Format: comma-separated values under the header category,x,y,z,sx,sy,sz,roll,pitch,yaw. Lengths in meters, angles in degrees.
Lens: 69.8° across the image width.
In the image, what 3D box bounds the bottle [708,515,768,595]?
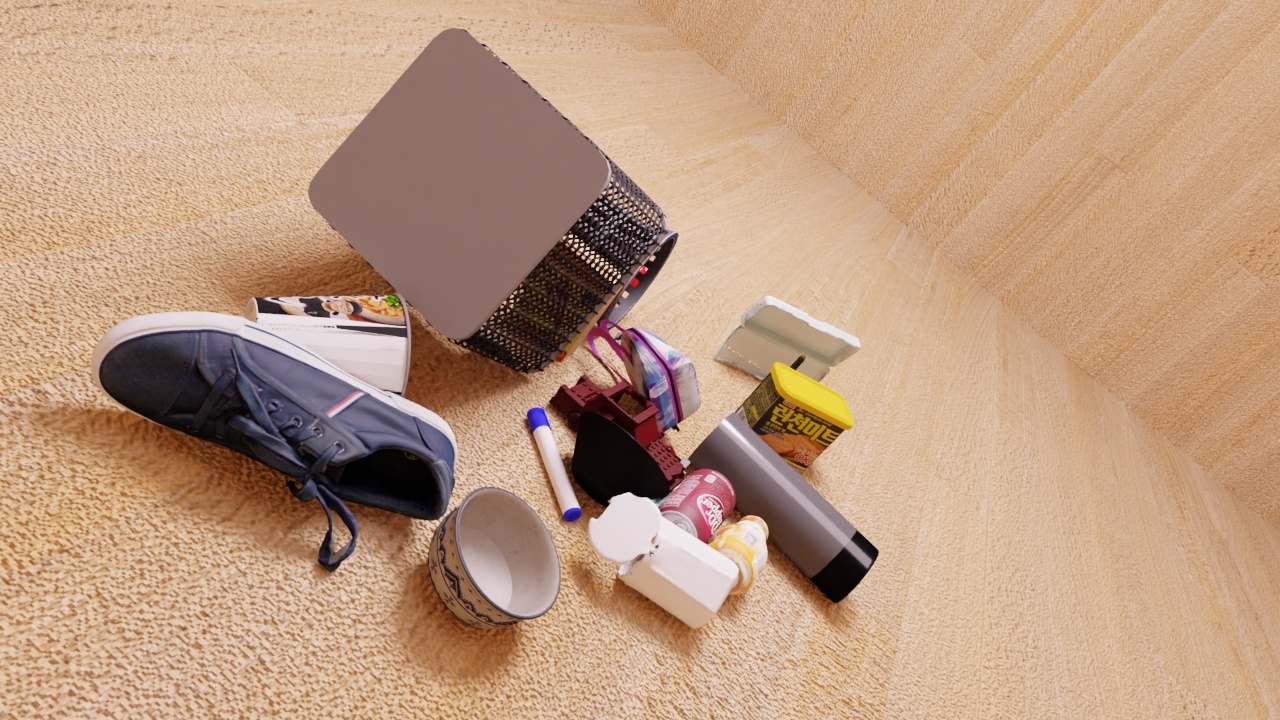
category,x,y,z,sx,sy,sz,roll,pitch,yaw
bottle,0.108,0.207,0.997,0.063,0.063,0.108,42,28,7

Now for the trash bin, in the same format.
category,x,y,z,sx,sy,sz,roll,pitch,yaw
trash bin,-0.089,-0.172,1.236,0.227,0.165,0.163,37,27,6

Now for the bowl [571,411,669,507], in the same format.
category,x,y,z,sx,sy,sz,roll,pitch,yaw
bowl,-0.034,0.116,0.951,0.124,0.124,0.052,42,68,6

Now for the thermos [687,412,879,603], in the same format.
category,x,y,z,sx,sy,sz,roll,pitch,yaw
thermos,0.171,0.174,1.100,0.240,0.082,0.082,44,28,10

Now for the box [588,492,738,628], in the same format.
category,x,y,z,sx,sy,sz,roll,pitch,yaw
box,0.017,0.189,0.890,0.161,0.081,0.092,34,-13,-5

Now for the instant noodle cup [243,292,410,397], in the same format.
category,x,y,z,sx,sy,sz,roll,pitch,yaw
instant noodle cup,-0.282,-0.005,0.808,0.121,0.124,0.123,6,41,-32

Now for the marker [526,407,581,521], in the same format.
category,x,y,z,sx,sy,sz,roll,pitch,yaw
marker,-0.091,0.106,0.959,0.020,0.020,0.141,14,36,-39

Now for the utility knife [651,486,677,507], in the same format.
category,x,y,z,sx,sy,sz,roll,pitch,yaw
utility knife,0.025,0.157,1.033,0.022,0.015,0.168,48,26,15

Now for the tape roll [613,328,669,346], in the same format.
category,x,y,z,sx,sy,sz,roll,pitch,yaw
tape roll,0.015,-0.005,1.256,0.093,0.016,0.091,51,30,22

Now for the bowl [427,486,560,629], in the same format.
category,x,y,z,sx,sy,sz,roll,pitch,yaw
bowl,-0.128,0.170,0.762,0.115,0.059,0.115,40,31,-30

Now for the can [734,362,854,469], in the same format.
category,x,y,z,sx,sy,sz,roll,pitch,yaw
can,0.209,0.080,1.268,0.130,0.101,0.072,26,30,-23

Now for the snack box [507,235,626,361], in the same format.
category,x,y,z,sx,sy,sz,roll,pitch,yaw
snack box,-0.090,-0.076,1.119,0.088,0.126,0.040,40,28,4

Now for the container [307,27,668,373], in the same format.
category,x,y,z,sx,sy,sz,roll,pitch,yaw
container,-0.149,-0.154,0.951,0.247,0.245,0.243,44,4,10

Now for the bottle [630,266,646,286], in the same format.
category,x,y,z,sx,sy,sz,roll,pitch,yaw
bottle,-0.056,-0.153,1.368,0.141,0.042,0.041,25,30,-24

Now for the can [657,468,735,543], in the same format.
category,x,y,z,sx,sy,sz,roll,pitch,yaw
can,0.058,0.165,0.999,0.063,0.063,0.113,43,28,8

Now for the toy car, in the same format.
category,x,y,z,sx,sy,sz,roll,pitch,yaw
toy car,-0.017,0.076,1.039,0.170,0.062,0.070,40,27,13

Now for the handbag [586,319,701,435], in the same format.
category,x,y,z,sx,sy,sz,roll,pitch,yaw
handbag,-0.007,0.007,1.132,0.068,0.145,0.170,-33,47,-20

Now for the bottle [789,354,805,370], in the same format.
category,x,y,z,sx,sy,sz,roll,pitch,yaw
bottle,0.205,0.030,1.332,0.025,0.106,0.025,29,29,-18

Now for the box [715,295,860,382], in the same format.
category,x,y,z,sx,sy,sz,roll,pitch,yaw
box,0.225,-0.021,1.400,0.197,0.136,0.043,22,38,-29

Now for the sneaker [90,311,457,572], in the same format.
category,x,y,z,sx,sy,sz,roll,pitch,yaw
sneaker,-0.275,0.064,0.714,0.294,0.121,0.127,26,17,-28
